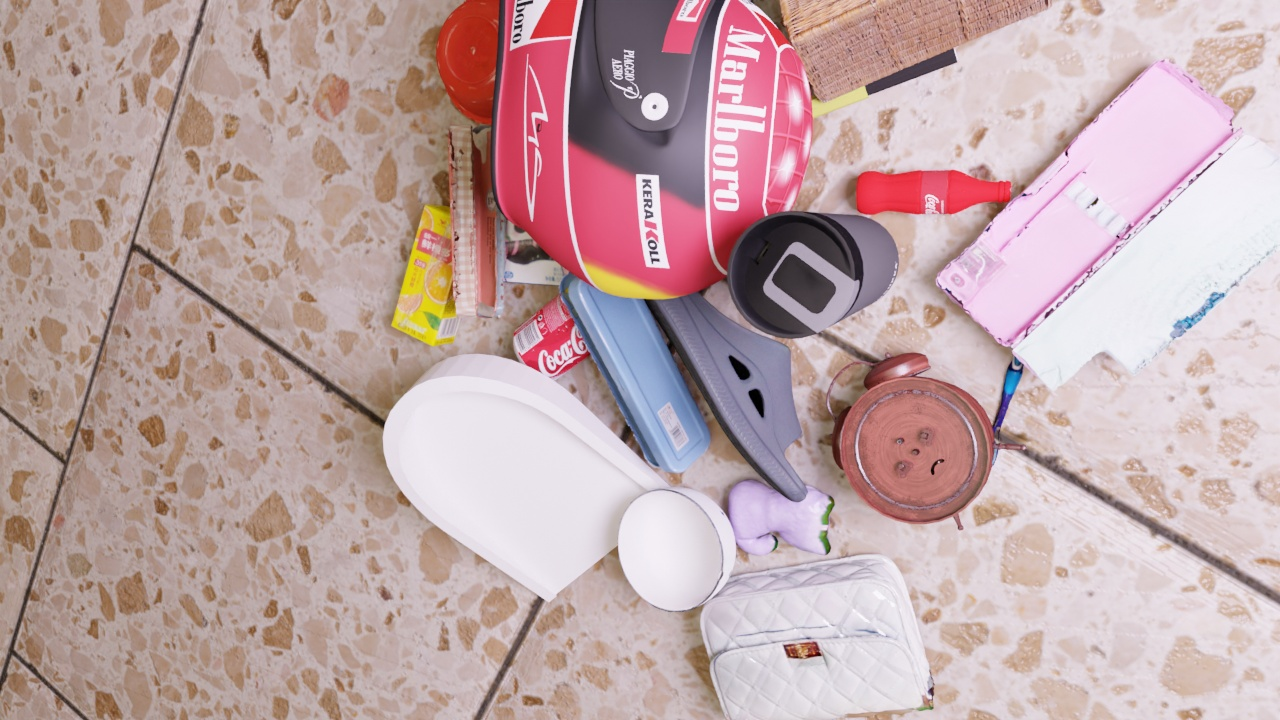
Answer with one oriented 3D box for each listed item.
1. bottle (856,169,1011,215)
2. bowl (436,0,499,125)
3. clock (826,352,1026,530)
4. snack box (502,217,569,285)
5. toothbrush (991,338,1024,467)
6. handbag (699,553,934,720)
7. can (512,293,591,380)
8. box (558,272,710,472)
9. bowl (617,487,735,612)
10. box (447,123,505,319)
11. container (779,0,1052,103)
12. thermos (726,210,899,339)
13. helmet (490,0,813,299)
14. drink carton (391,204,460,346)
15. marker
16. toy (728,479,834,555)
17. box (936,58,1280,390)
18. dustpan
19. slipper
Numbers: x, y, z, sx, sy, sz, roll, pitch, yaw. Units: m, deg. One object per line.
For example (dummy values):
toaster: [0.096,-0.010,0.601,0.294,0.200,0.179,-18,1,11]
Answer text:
bottle: [0.239,-0.138,0.752,0.119,0.036,0.036,3,99,21]
bowl: [-0.149,-0.295,0.884,0.131,0.045,0.130,3,99,22]
clock: [0.222,0.061,0.762,0.158,0.072,0.121,39,111,23]
snack box: [-0.099,-0.151,0.892,0.088,0.033,0.154,6,100,21]
toothbrush: [0.309,0.006,0.755,0.016,0.017,0.189,17,105,20]
handbag: [0.153,0.260,0.828,0.195,0.072,0.139,-16,93,24]
can: [-0.067,-0.031,0.879,0.105,0.064,0.064,-36,84,23]
box: [-0.006,0.005,0.842,0.059,0.068,0.210,0,122,54]
bowl: [0.041,0.172,0.858,0.114,0.063,0.113,2,94,34]
box: [-0.153,-0.132,0.885,0.063,0.056,0.188,-2,102,-15]
container: [0.199,-0.300,0.694,0.199,0.113,0.112,-18,75,22]
thermos: [0.139,-0.070,0.692,0.082,0.240,0.082,3,99,22]
helmet: [0.017,-0.181,0.694,0.225,0.197,0.271,6,97,20]
drink carton: [-0.207,-0.088,0.940,0.058,0.042,0.135,25,106,18]
marker: [0.199,-0.232,0.762,0.124,0.021,0.017,-16,92,22]
toy: [0.129,0.148,0.843,0.100,0.036,0.080,8,111,26]
box: [0.364,-0.090,0.696,0.159,0.035,0.231,47,106,13]
dustpan: [-0.123,0.112,0.885,0.257,0.053,0.192,44,113,-10]
slipper: [0.083,0.000,0.814,0.083,0.111,0.268,-32,80,-3]
